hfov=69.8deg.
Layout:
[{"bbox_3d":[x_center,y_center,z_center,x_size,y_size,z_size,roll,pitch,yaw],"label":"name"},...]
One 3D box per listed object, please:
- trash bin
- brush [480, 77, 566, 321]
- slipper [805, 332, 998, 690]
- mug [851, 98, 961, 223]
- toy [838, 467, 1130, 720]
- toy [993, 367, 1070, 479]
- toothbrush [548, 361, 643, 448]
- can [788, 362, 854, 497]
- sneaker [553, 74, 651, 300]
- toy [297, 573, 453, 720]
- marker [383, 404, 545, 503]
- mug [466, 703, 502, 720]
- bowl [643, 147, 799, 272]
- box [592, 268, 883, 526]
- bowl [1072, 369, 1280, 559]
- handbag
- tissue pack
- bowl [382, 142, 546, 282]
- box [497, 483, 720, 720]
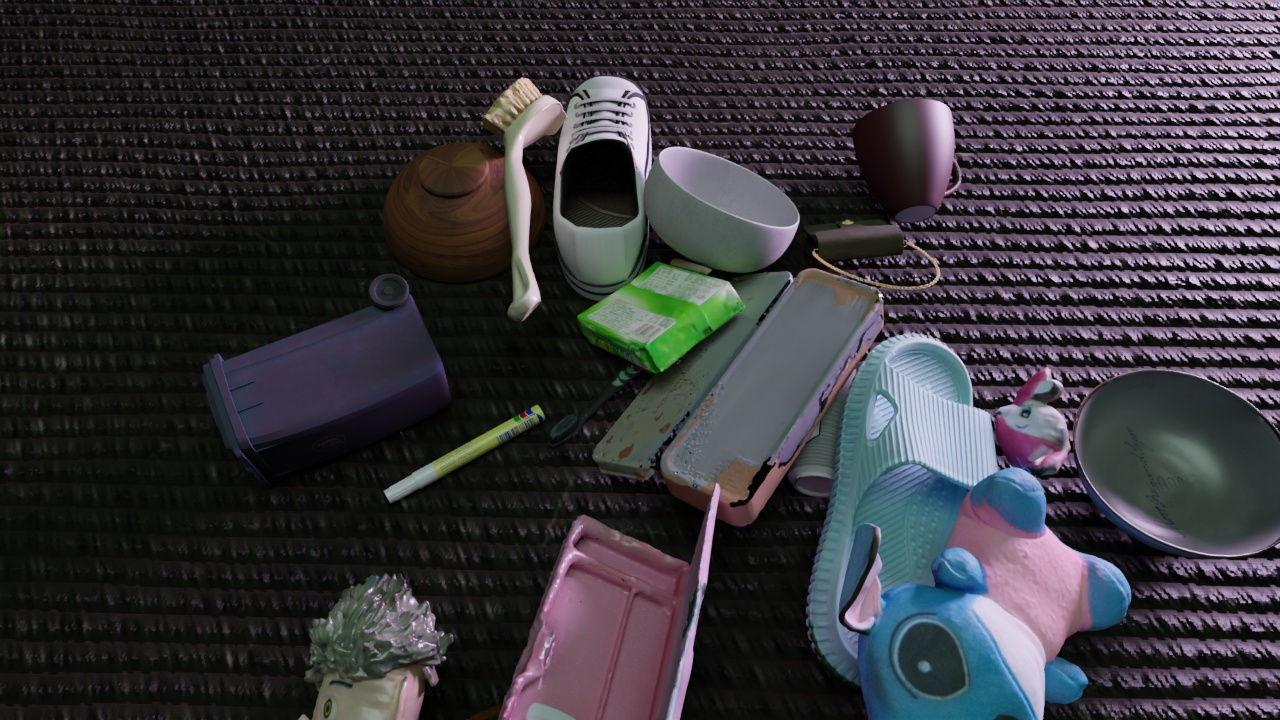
[{"bbox_3d":[-0.235,0.018,0.693,0.160,0.094,0.092,-23,69,-15],"label":"trash bin"},{"bbox_3d":[-0.097,-0.137,0.746,0.077,0.062,0.271,12,48,-18],"label":"brush"},{"bbox_3d":[0.186,0.090,0.634,0.116,0.070,0.275,31,62,-14],"label":"slipper"},{"bbox_3d":[0.249,-0.169,0.822,0.113,0.087,0.088,6,72,-32],"label":"mug"},{"bbox_3d":[0.201,0.156,0.552,0.191,0.099,0.224,-44,105,-23],"label":"toy"},{"bbox_3d":[0.283,0.049,0.678,0.050,0.065,0.102,10,59,7],"label":"toy"},{"bbox_3d":[-0.004,0.004,0.734,0.014,0.017,0.187,40,71,22],"label":"toothbrush"},{"bbox_3d":[0.138,0.048,0.694,0.044,0.044,0.106,9,58,6],"label":"can"},{"bbox_3d":[-0.036,-0.179,0.812,0.091,0.097,0.244,2,58,2],"label":"sneaker"},{"bbox_3d":[-0.173,0.220,0.558,0.076,0.133,0.175,11,69,-29],"label":"toy"},{"bbox_3d":[-0.133,0.071,0.702,0.132,0.014,0.014,-29,61,-17],"label":"marker"},{"bbox_3d":[-0.069,0.250,0.544,0.110,0.085,0.081,-27,59,-18],"label":"mug"},{"bbox_3d":[0.062,-0.120,0.776,0.131,0.064,0.131,19,31,-12],"label":"bowl"},{"bbox_3d":[0.073,0.015,0.691,0.157,0.063,0.216,8,51,48],"label":"box"},{"bbox_3d":[0.380,0.082,0.659,0.151,0.057,0.150,-1,57,1],"label":"bowl"},{"bbox_3d":[0.185,-0.084,0.728,0.084,0.027,0.178,-6,20,-3],"label":"handbag"},{"bbox_3d":[0.015,-0.038,0.735,0.099,0.034,0.114,-37,32,-20],"label":"tissue pack"},{"bbox_3d":[-0.160,-0.147,0.810,0.147,0.069,0.147,-1,57,1],"label":"bowl"},{"bbox_3d":[-0.014,0.164,0.526,0.099,0.115,0.232,25,35,-2],"label":"box"}]
